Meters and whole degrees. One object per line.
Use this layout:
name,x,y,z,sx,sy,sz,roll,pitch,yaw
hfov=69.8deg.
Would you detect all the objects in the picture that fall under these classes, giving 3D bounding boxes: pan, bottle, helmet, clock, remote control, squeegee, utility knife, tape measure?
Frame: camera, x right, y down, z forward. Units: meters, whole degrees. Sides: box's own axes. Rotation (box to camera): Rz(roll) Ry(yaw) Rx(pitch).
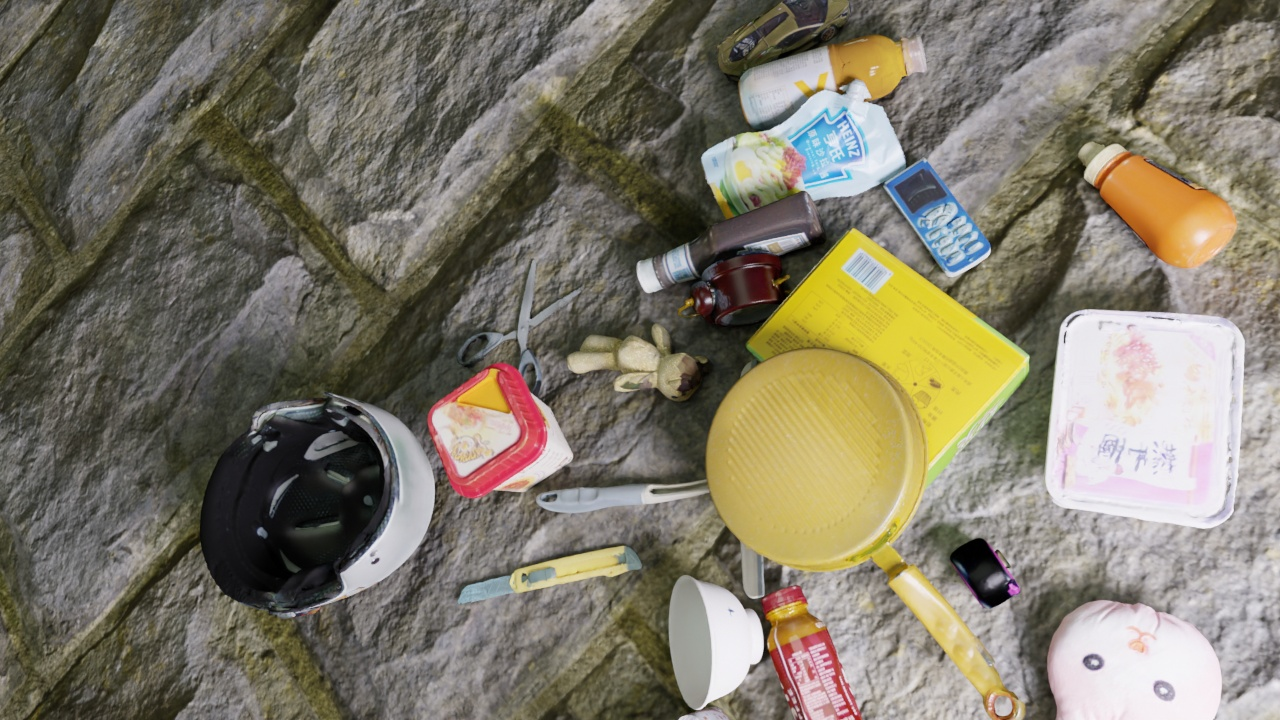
pan,0.195,0.146,0.779,0.198,0.078,0.357,-42,58,17
bottle,0.090,-0.116,0.949,0.195,0.080,0.044,-18,70,19
helmet,-0.332,0.156,1.006,0.275,0.156,0.229,-25,68,26
bottle,0.156,0.289,0.813,0.057,0.057,0.174,-25,66,14
clock,0.095,-0.067,0.932,0.122,0.082,0.055,-16,75,15
bottle,0.451,-0.148,0.819,0.067,0.066,0.149,-39,56,8
remote control,0.291,-0.141,0.902,0.049,0.024,0.125,-32,66,11
squeegee,0.009,0.133,0.932,0.247,0.039,0.246,-11,57,21
utility knife,-0.099,0.228,0.967,0.217,0.022,0.031,-19,62,22
bottle,0.200,-0.295,0.962,0.190,0.068,0.068,-11,70,19
tape measure,0.296,0.181,0.786,0.039,0.058,0.057,-35,62,9

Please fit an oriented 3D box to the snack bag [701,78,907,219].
snack bag,0.167,-0.206,0.950,0.191,0.038,0.110,-23,94,19

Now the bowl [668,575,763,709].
bowl,0.074,0.256,0.845,0.064,0.118,0.118,0,71,-16

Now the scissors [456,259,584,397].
scissors,-0.140,-0.035,1.062,0.160,0.014,0.179,-4,71,20

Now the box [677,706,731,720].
box,0.051,0.403,0.758,0.182,0.174,0.152,36,89,27

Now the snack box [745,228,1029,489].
snack box,0.228,0.001,0.861,0.158,0.070,0.210,-49,63,4

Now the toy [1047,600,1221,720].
toy,0.382,0.272,0.728,0.121,0.054,0.159,17,90,27

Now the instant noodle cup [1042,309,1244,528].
instant noodle cup,0.420,0.049,0.772,0.138,0.060,0.173,6,78,24

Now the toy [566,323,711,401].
toy,-0.006,0.006,0.970,0.157,0.066,0.104,11,37,29

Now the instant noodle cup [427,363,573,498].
instant noodle cup,-0.141,0.081,0.964,0.116,0.124,0.116,-34,65,10

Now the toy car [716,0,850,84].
toy car,0.158,-0.365,1.018,0.158,0.042,0.070,-33,65,8
